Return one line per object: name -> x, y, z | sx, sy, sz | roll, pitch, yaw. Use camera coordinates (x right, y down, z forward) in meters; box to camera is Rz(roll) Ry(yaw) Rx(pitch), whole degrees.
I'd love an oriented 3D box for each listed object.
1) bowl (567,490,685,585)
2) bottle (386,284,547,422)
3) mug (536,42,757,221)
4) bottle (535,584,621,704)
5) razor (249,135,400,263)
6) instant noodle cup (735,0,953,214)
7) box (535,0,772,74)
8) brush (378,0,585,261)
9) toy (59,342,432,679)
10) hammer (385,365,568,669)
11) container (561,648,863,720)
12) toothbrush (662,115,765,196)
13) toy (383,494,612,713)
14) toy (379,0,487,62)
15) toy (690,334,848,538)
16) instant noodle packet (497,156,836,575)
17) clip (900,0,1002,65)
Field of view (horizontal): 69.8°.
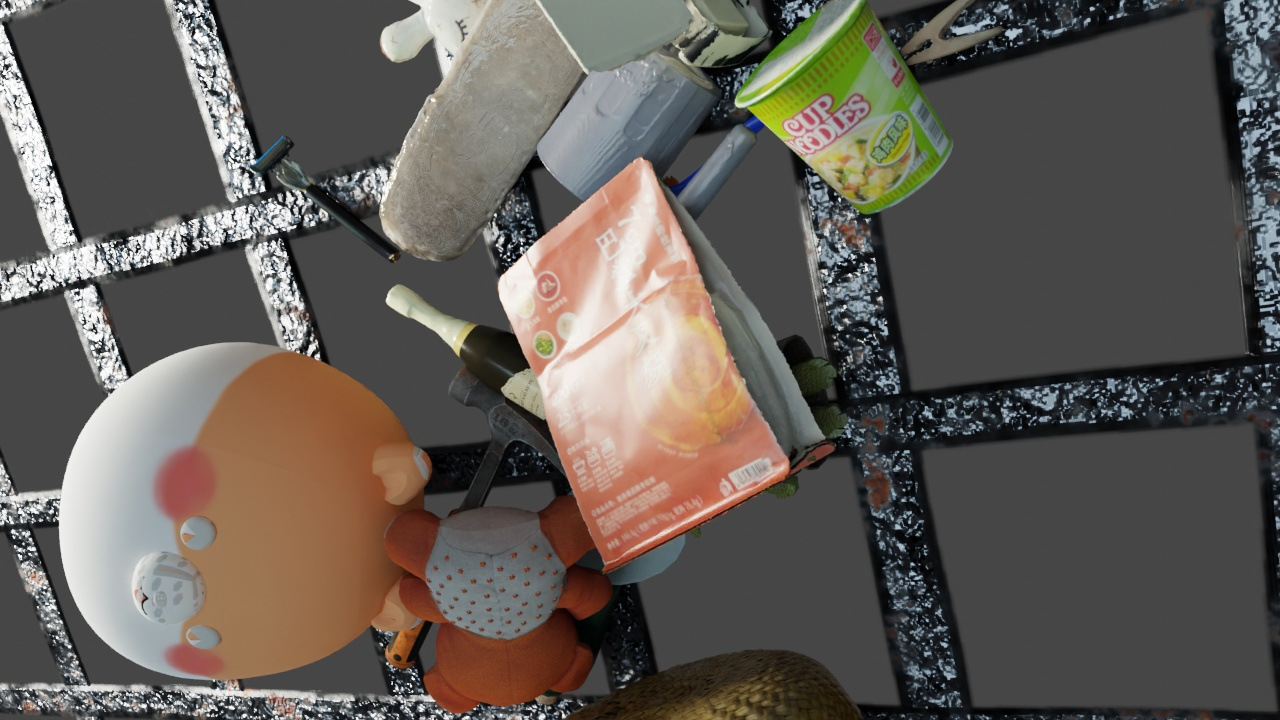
bowl -> -0.019, 0.127, 0.724 | 0.106, 0.039, 0.106 | -2, 126, -3
bottle -> -0.126, -0.009, 0.736 | 0.184, 0.045, 0.045 | 31, 115, 11
mug -> 0.006, -0.147, 0.615 | 0.124, 0.083, 0.104 | 48, 115, 17
bottle -> -0.065, 0.236, 0.778 | 0.061, 0.061, 0.131 | 23, 113, 12
razor -> -0.258, -0.128, 0.769 | 0.144, 0.022, 0.042 | 39, 77, 3
instant noodle cup -> 0.129, -0.151, 0.557 | 0.099, 0.098, 0.108 | -36, 110, 27
box -> -0.007, -0.235, 0.543 | 0.050, 0.183, 0.143 | -37, 86, 34
brush -> -0.102, -0.186, 0.655 | 0.083, 0.056, 0.272 | 30, 119, -16
toy -> -0.301, 0.122, 0.730 | 0.281, 0.265, 0.263 | 8, 106, 9
hammer -> -0.153, 0.165, 0.809 | 0.138, 0.034, 0.315 | 32, 116, 9
container -> 0.026, 0.336, 0.634 | 0.308, 0.306, 0.196 | -28, 82, 27
toothbrush -> 0.076, -0.162, 0.624 | 0.183, 0.016, 0.018 | -36, 54, 25
toy -> -0.101, 0.181, 0.683 | 0.163, 0.092, 0.173 | -5, 115, -7
toy -> -0.138, -0.261, 0.669 | 0.123, 0.038, 0.079 | -2, 98, 20
toy -> 0.067, 0.036, 0.654 | 0.153, 0.078, 0.179 | -10, 102, 32
instant noodle packet -> -0.004, 0.003, 0.597 | 0.165, 0.083, 0.221 | -35, 81, 36
clip -> 0.193, -0.195, 0.563 | 0.061, 0.024, 0.041 | -38, 87, 35
